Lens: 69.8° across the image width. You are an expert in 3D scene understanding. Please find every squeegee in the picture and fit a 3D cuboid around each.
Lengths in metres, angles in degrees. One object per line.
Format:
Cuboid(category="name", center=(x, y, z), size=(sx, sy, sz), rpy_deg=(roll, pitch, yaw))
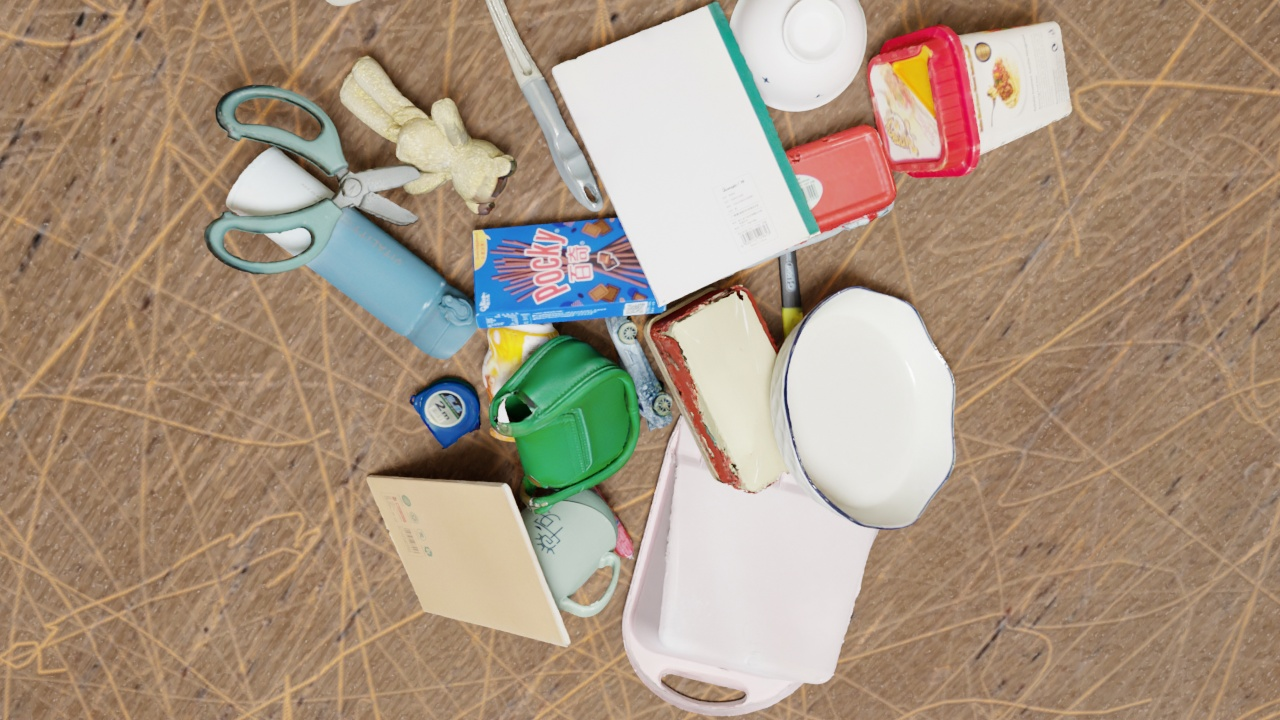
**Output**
Cuboid(category="squeegee", center=(-0.090, -0.235, 0.751), size=(0.246, 0.039, 0.247), rpy_deg=(-31, 111, -13))

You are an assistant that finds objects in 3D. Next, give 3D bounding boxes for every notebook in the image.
Cuboid(category="notebook", center=(-0.154, 0.168, 0.789), size=(0.208, 0.008, 0.148), rpy_deg=(-5, 110, 44))
Cuboid(category="notebook", center=(0.039, -0.168, 0.745), size=(0.150, 0.012, 0.209), rpy_deg=(-25, 92, -6))

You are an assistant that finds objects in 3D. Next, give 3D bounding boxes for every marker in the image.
Cuboid(category="marker", center=(0.134, -0.060, 0.819), size=(0.018, 0.015, 0.124), rpy_deg=(-8, 103, -5))

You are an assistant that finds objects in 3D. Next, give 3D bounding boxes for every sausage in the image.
Cuboid(category="sausage", center=(-0.047, 0.124, 0.852), size=(0.020, 0.020, 0.156), rpy_deg=(-31, 103, 4))

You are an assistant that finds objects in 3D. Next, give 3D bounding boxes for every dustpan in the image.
Cuboid(category="dustpan", center=(0.095, 0.208, 0.888), size=(0.222, 0.139, 0.273), rpy_deg=(18, 74, -6))

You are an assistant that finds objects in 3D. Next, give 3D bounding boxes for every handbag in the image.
Cuboid(category="handbag", center=(-0.063, 0.055, 0.769), size=(0.120, 0.068, 0.131), rpy_deg=(-41, 145, -25))

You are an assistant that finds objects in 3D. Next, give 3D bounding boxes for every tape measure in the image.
Cuboid(category="tape measure", center=(-0.171, 0.043, 0.822), size=(0.054, 0.025, 0.058), rpy_deg=(-32, 108, 3))

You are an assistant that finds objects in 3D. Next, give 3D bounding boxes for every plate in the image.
Cuboid(category="plate", center=(0.189, 0.040, 0.785), size=(0.204, 0.046, 0.204), rpy_deg=(6, 78, -32))

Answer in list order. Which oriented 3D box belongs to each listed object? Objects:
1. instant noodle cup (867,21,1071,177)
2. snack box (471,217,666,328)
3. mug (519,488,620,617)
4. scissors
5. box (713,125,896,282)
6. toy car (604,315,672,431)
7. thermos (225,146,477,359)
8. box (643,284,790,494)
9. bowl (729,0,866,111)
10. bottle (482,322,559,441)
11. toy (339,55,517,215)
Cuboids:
Cuboid(category="instant noodle cup", center=(0.268, -0.218, 0.745), size=(0.124, 0.116, 0.117), rpy_deg=(-19, 105, -11))
Cuboid(category="snack box", center=(-0.061, -0.075, 0.773), size=(0.157, 0.026, 0.084), rpy_deg=(-6, 64, -4))
Cuboid(category="mug", center=(-0.066, 0.171, 0.804), size=(0.112, 0.106, 0.082), rpy_deg=(33, 136, 20))
Cuboid(category="scissors", center=(-0.263, -0.152, 0.715), size=(0.173, 0.019, 0.177), rpy_deg=(-20, 92, -12))
Cuboid(category="box", center=(0.115, -0.131, 0.786), size=(0.201, 0.048, 0.087), rpy_deg=(-20, 95, 2))
Cuboid(category="toy car", center=(-0.005, 0.005, 0.807), size=(0.037, 0.054, 0.120), rpy_deg=(-23, 104, 0))
Cuboid(category="thermos", center=(-0.232, -0.085, 0.765), size=(0.220, 0.070, 0.070), rpy_deg=(38, 99, -11))
Cuboid(category="box", center=(0.080, 0.026, 0.789), size=(0.091, 0.079, 0.168), rpy_deg=(-29, 101, -16))
Cuboid(category="bowl", center=(0.134, -0.263, 0.743), size=(0.118, 0.064, 0.118), rpy_deg=(-1, 104, -4))
Cuboid(category="bottle", center=(-0.107, 0.015, 0.798), size=(0.063, 0.063, 0.108), rpy_deg=(8, 103, -6))
Cuboid(category="toy", center=(-0.175, -0.186, 0.751), size=(0.157, 0.066, 0.105), rpy_deg=(37, 131, -7))
